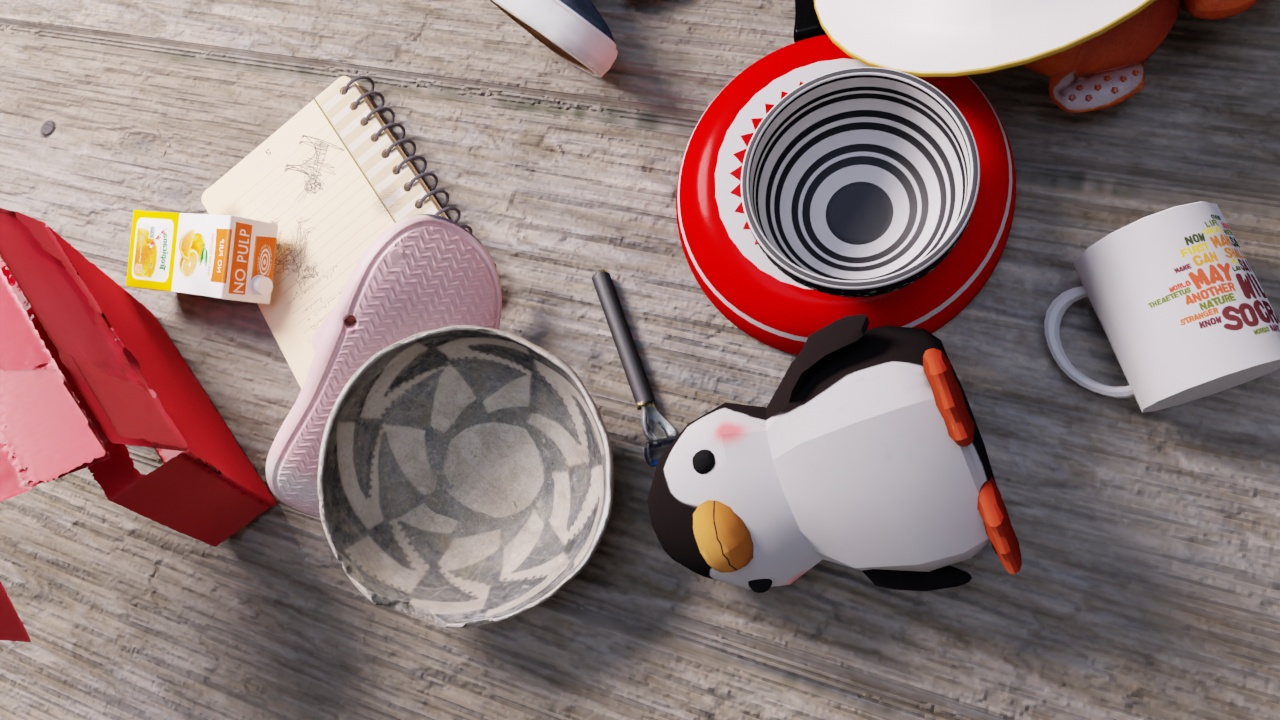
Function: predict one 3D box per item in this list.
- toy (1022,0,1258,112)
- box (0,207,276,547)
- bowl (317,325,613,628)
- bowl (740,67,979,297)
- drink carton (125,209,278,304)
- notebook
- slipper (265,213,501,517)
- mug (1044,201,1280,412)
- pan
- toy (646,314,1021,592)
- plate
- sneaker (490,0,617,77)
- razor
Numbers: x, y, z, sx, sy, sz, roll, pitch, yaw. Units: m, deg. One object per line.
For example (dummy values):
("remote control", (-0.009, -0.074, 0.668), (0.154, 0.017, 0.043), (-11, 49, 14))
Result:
("toy", (0.284, -0.239, 0.537), (0.172, 0.093, 0.163), (-42, 69, 4))
("box", (-0.370, 0.004, 0.546), (0.121, 0.318, 0.211), (-46, 70, 10))
("bowl", (-0.101, 0.069, 0.572), (0.178, 0.081, 0.178), (0, 88, 4))
("bowl", (0.119, -0.089, 0.502), (0.120, 0.066, 0.120), (-3, 80, 15))
("drink carton", (-0.323, -0.077, 0.677), (0.123, 0.040, 0.058), (8, 92, 30))
("notebook", (-0.221, -0.093, 0.682), (0.167, 0.024, 0.225), (-37, 70, 6))
("slipper", (-0.170, 0.008, 0.609), (0.222, 0.106, 0.055), (-58, 32, 7))
("mug", (0.278, -0.022, 0.500), (0.105, 0.073, 0.089), (-29, 68, 35))
("pan", (0.117, -0.177, 0.590), (0.209, 0.067, 0.356), (-9, 78, 14))
("toy", (0.095, 0.060, 0.515), (0.184, 0.139, 0.159), (-20, 104, 20))
("plate", (0.206, -0.255, 0.520), (0.230, 0.021, 0.229), (-17, 54, 23))
("sneaker", (-0.084, -0.325, 0.658), (0.127, 0.120, 0.294), (-42, 66, 16))
("razor", (-0.004, 0.004, 0.598), (0.042, 0.022, 0.144), (-8, 63, -30))
